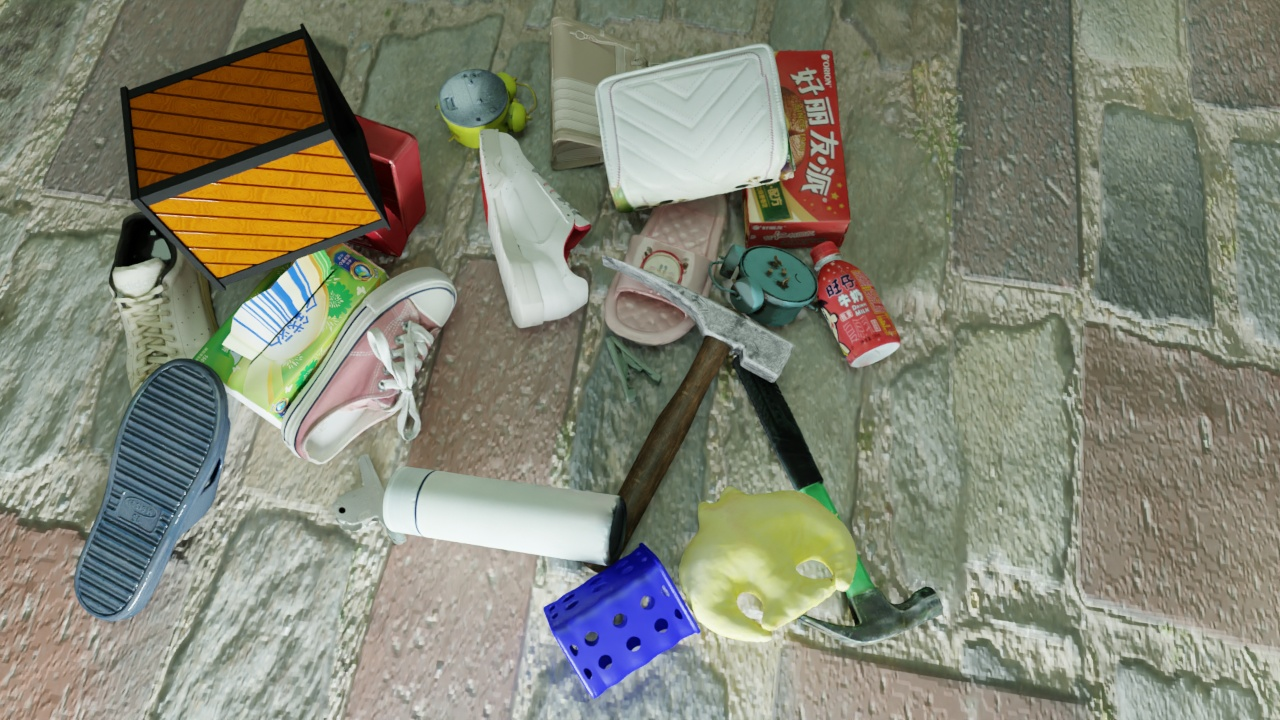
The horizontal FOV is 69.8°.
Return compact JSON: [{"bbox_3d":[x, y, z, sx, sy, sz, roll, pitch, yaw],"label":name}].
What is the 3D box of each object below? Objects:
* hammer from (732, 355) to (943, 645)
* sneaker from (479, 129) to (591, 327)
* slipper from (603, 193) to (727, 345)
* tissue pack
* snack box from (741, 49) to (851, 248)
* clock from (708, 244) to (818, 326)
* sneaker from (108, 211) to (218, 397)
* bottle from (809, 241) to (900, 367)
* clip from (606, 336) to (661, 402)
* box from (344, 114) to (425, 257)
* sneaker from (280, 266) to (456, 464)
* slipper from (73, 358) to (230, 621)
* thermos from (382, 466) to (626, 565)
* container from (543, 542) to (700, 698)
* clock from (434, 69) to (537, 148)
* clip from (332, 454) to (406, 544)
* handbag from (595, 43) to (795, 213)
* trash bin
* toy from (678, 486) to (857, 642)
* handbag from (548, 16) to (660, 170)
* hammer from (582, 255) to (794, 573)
[{"bbox_3d":[0.172,0.131,0.930,0.130,0.032,0.318,-20,69,-7],"label":"hammer"},{"bbox_3d":[-0.112,-0.155,1.016,0.104,0.090,0.236,-12,67,-14],"label":"sneaker"},{"bbox_3d":[0.035,-0.113,1.013,0.107,0.056,0.221,21,69,6],"label":"slipper"},{"bbox_3d":[-0.356,-0.045,0.938,0.120,0.141,0.197,26,70,10],"label":"tissue pack"},{"bbox_3d":[0.173,-0.246,1.062,0.113,0.060,0.236,0,69,0],"label":"snack box"},{"bbox_3d":[0.129,-0.081,0.980,0.124,0.053,0.090,4,46,-20],"label":"clock"},{"bbox_3d":[-0.504,-0.052,0.961,0.089,0.102,0.241,-12,70,-5],"label":"sneaker"},{"bbox_3d":[0.224,-0.065,0.991,0.062,0.062,0.137,-20,69,-8],"label":"bottle"},{"bbox_3d":[-0.014,0.005,0.984,0.061,0.023,0.075,-31,74,-13],"label":"clip"},{"bbox_3d":[-0.325,-0.199,1.009,0.157,0.137,0.127,17,75,6],"label":"box"},{"bbox_3d":[-0.262,0.010,0.940,0.088,0.118,0.240,28,75,31],"label":"sneaker"},{"bbox_3d":[-0.467,0.128,0.910,0.101,0.082,0.263,21,89,9],"label":"slipper"},{"bbox_3d":[-0.131,0.148,0.880,0.230,0.068,0.067,5,68,14],"label":"thermos"},{"bbox_3d":[-0.020,0.239,0.848,0.113,0.085,0.084,-31,97,-10],"label":"container"},{"bbox_3d":[-0.181,-0.300,1.086,0.119,0.057,0.083,-18,69,-7],"label":"clock"},{"bbox_3d":[-0.279,0.146,0.921,0.054,0.044,0.101,-23,69,-22],"label":"clip"},{"bbox_3d":[0.061,-0.244,0.994,0.199,0.096,0.142,-9,83,9],"label":"handbag"},{"bbox_3d":[-0.352,-0.185,0.850,0.172,0.140,0.139,-21,61,-3],"label":"trash bin"},{"bbox_3d":[0.112,0.180,0.857,0.170,0.065,0.155,-28,47,-14],"label":"toy"},{"bbox_3d":[-0.010,-0.317,1.103,0.198,0.062,0.175,1,68,-9],"label":"handbag"},{"bbox_3d":[-0.007,0.060,0.928,0.218,0.037,0.300,28,80,6],"label":"hammer"}]
